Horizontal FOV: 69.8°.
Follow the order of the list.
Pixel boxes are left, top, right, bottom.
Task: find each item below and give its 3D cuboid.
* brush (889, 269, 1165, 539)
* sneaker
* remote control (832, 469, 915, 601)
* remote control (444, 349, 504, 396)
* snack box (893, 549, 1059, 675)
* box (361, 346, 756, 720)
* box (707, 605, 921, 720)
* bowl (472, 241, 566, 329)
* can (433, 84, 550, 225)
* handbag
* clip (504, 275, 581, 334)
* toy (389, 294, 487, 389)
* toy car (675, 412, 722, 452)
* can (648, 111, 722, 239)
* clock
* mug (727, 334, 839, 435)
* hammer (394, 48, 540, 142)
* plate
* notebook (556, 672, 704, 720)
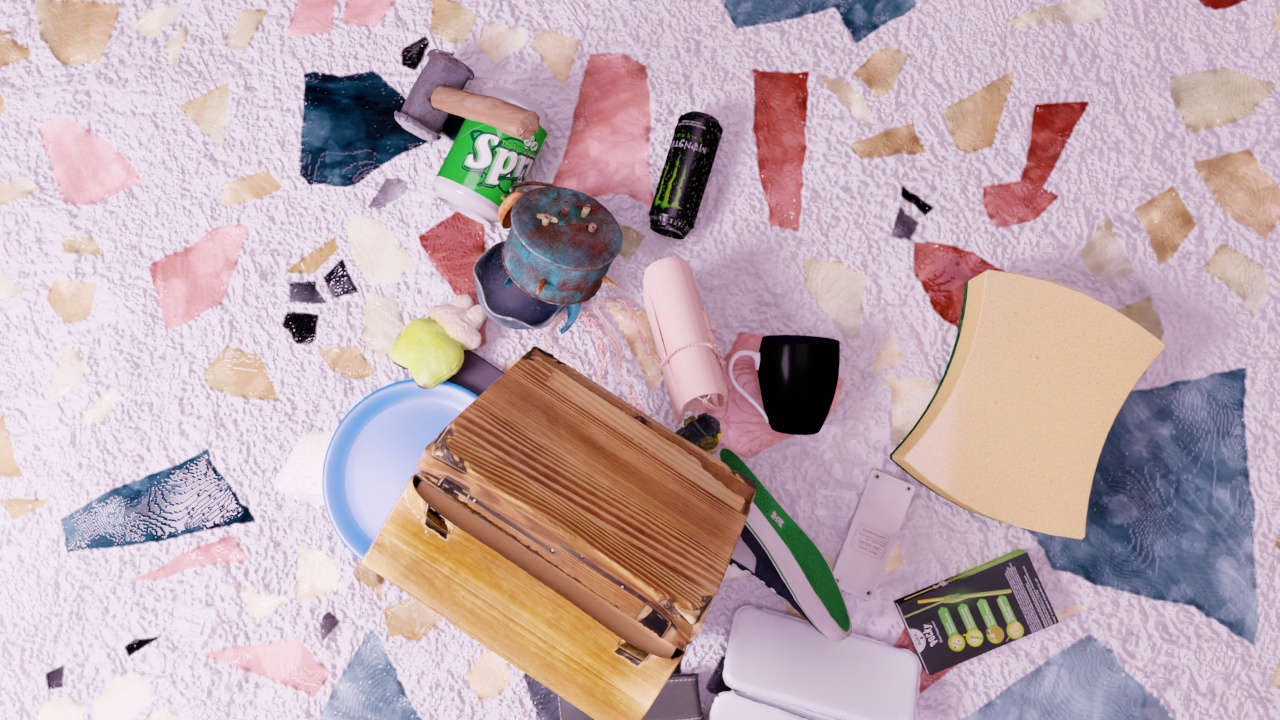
[{"bbox_3d":[0.405,0.046,0.975,0.195,0.075,0.250,24,87,5],"label":"brush"},{"bbox_3d":[0.131,0.208,0.983,0.079,0.084,0.235,-42,81,21],"label":"sneaker"},{"bbox_3d":[0.253,0.191,1.006,0.050,0.011,0.135,22,88,5],"label":"remote control"},{"bbox_3d":[-0.170,0.028,1.046,0.124,0.009,0.046,29,88,7],"label":"remote control"},{"bbox_3d":[0.359,0.270,0.986,0.147,0.025,0.080,-23,85,2],"label":"snack box"},{"bbox_3d":[-0.060,0.152,0.848,0.279,0.258,0.221,33,98,5],"label":"box"},{"bbox_3d":[0.181,0.368,0.973,0.211,0.084,0.185,18,81,6],"label":"box"},{"bbox_3d":[-0.139,-0.075,1.020,0.110,0.055,0.110,15,57,-23],"label":"bowl"},{"bbox_3d":[-0.166,-0.229,1.026,0.088,0.088,0.140,26,88,5],"label":"can"},{"bbox_3d":[-0.006,0.005,0.968,0.187,0.117,0.198,-15,74,0],"label":"handbag"},{"bbox_3d":[-0.099,-0.088,1.000,0.119,0.033,0.120,12,57,-20],"label":"clip"},{"bbox_3d":[-0.223,-0.025,1.032,0.092,0.046,0.115,35,76,30],"label":"toy"},{"bbox_3d":[0.046,0.101,1.011,0.107,0.049,0.030,-40,128,1],"label":"toy car"},{"bbox_3d":[0.050,-0.208,1.028,0.054,0.054,0.137,17,87,5],"label":"can"},{"bbox_3d":[-0.089,-0.140,0.976,0.121,0.074,0.157,-7,57,-30],"label":"clock"},{"bbox_3d":[0.153,0.026,0.988,0.119,0.085,0.100,2,98,-2],"label":"mug"},{"bbox_3d":[-0.174,-0.261,0.940,0.052,0.328,0.098,28,93,-35],"label":"hammer"},{"bbox_3d":[-0.245,0.133,1.035,0.224,0.024,0.224,0,86,4],"label":"plate"},{"bbox_3d":[-0.003,0.447,0.984,0.170,0.029,0.209,-10,83,13],"label":"notebook"}]
